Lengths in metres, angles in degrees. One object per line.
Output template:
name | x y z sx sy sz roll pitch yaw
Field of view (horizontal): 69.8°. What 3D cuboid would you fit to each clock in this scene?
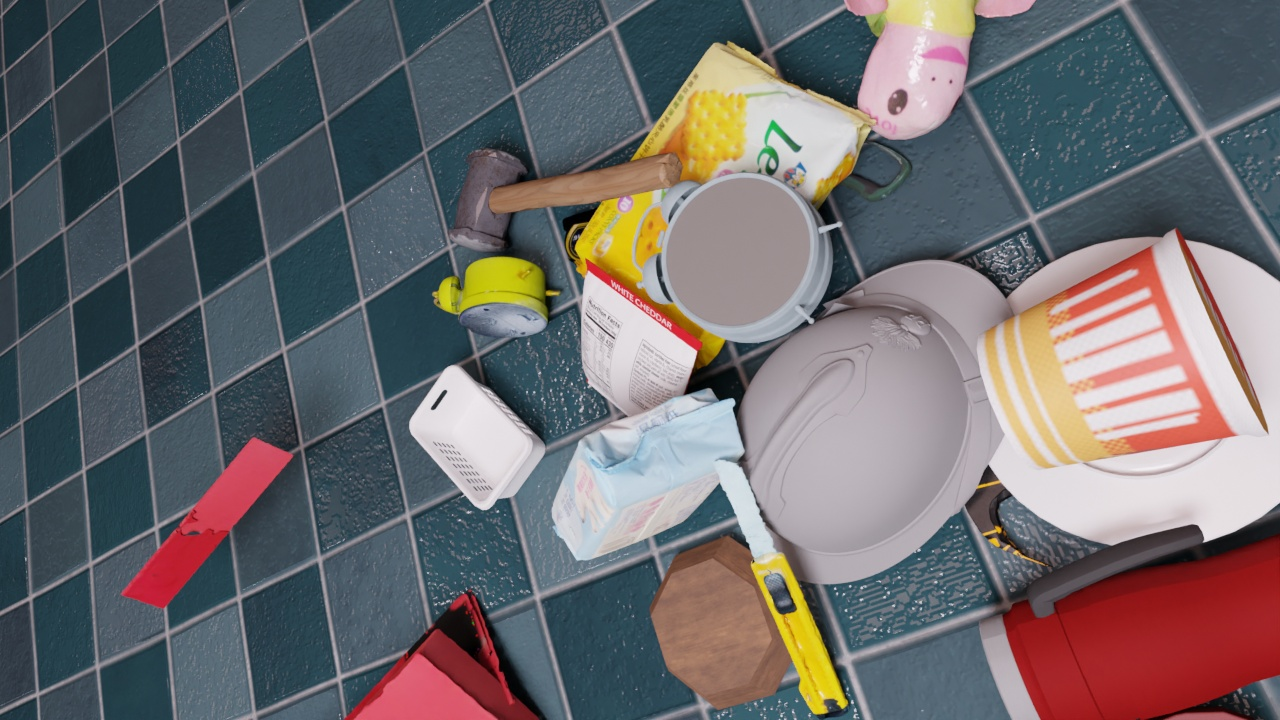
clock | 0.066 -0.080 0.684 0.159 0.045 0.122 16 90 25
clock | -0.140 -0.055 0.863 0.119 0.083 0.057 -10 69 24

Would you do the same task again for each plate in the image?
plate | 0.059 0.206 0.719 0.132 0.025 0.131 -4 83 32
plate | 0.321 0.016 0.598 0.209 0.015 0.208 -10 70 31

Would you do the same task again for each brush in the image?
brush | 0.353 0.294 0.536 0.082 0.041 0.173 -23 69 23

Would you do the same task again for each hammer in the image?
hammer | -0.075 -0.147 0.802 0.329 0.052 0.098 7 82 53
hammer | 0.365 0.044 0.591 0.321 0.036 0.123 -22 69 26

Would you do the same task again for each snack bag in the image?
snack bag | -0.005 0.004 0.758 0.039 0.144 0.131 -33 55 -30
snack bag | 0.062 -0.127 0.757 0.159 0.068 0.247 42 102 26

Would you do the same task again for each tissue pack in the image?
tissue pack | 0.000 0.085 0.689 0.112 0.182 0.070 -19 69 -22

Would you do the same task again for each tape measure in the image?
tape measure | -0.039 -0.111 0.847 0.062 0.034 0.061 -13 71 27

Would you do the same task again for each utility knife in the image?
utility knife | 0.099 0.166 0.653 0.030 0.019 0.225 -21 102 10

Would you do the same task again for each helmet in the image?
helmet | 0.138 0.042 0.649 0.183 0.117 0.272 46 111 33

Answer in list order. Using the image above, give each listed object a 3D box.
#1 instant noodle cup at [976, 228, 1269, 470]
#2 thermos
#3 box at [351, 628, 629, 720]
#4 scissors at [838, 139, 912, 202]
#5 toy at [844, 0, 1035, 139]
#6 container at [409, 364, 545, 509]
instant noodle cup | 0.281 0.004 0.550 0.121 0.123 0.123 -25 68 34
thermos | 0.313 0.157 0.556 0.199 0.083 0.108 -24 105 20
box | -0.079 0.433 0.863 0.214 0.478 0.171 -48 38 11
scissors | 0.112 -0.128 0.780 0.202 0.015 0.204 22 91 30
toy | 0.212 -0.289 0.687 0.088 0.189 0.238 21 119 58
container | -0.148 0.072 0.857 0.129 0.049 0.081 41 99 29
